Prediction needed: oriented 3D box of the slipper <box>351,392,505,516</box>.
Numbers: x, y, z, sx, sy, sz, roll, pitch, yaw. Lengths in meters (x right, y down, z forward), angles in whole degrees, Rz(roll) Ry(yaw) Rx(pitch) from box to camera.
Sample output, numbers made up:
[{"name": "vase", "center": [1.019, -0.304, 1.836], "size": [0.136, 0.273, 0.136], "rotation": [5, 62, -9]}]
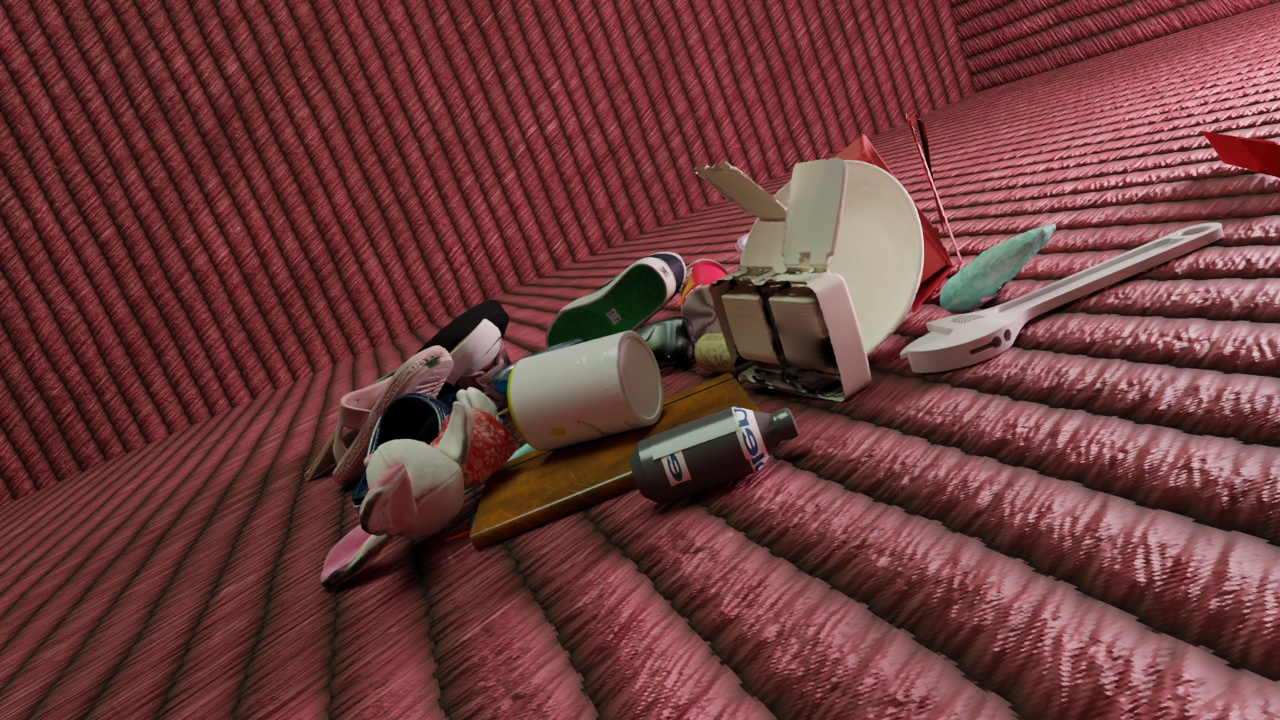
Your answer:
[{"name": "slipper", "center": [-0.210, 0.077, 0.903], "size": [0.105, 0.095, 0.252], "rotation": [-22, 14, 13]}]

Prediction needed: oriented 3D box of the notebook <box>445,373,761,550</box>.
[{"name": "notebook", "center": [-0.028, 0.077, 0.754], "size": [0.249, 0.014, 0.178], "rotation": [-22, 12, 1]}]

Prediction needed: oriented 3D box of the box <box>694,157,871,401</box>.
[{"name": "box", "center": [0.117, -0.072, 0.719], "size": [0.068, 0.191, 0.144], "rotation": [-26, 19, -24]}]

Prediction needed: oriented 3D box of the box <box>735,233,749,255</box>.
[{"name": "box", "center": [0.214, -0.148, 1.229], "size": [0.077, 0.096, 0.213], "rotation": [26, 42, 38]}]

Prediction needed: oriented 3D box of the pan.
[{"name": "pan", "center": [-0.257, 0.012, 1.293], "size": [0.225, 0.034, 0.356], "rotation": [-46, -5, 1]}]

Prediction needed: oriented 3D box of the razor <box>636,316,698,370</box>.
[{"name": "razor", "center": [-0.006, 0.006, 0.975], "size": [0.151, 0.054, 0.067], "rotation": [-30, 30, -11]}]

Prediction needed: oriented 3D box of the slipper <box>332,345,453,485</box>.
[{"name": "slipper", "center": [-0.283, 0.051, 1.013], "size": [0.094, 0.064, 0.240], "rotation": [-30, -14, -50]}]

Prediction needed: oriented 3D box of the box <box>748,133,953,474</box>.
[{"name": "box", "center": [0.179, -0.068, 0.946], "size": [0.326, 0.153, 0.213], "rotation": [-54, 0, 23]}]

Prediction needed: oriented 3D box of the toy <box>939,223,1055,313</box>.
[{"name": "toy", "center": [0.281, -0.068, 0.737], "size": [0.085, 0.033, 0.105], "rotation": [-27, -15, -17]}]

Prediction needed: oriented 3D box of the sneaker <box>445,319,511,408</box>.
[{"name": "sneaker", "center": [-0.190, 0.018, 1.157], "size": [0.118, 0.088, 0.241], "rotation": [-46, -4, -9]}]

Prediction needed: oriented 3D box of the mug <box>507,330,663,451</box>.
[{"name": "mug", "center": [-0.045, 0.026, 0.768], "size": [0.106, 0.082, 0.082], "rotation": [-15, 13, 25]}]

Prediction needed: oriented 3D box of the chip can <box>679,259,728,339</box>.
[{"name": "chip can", "center": [0.082, -0.076, 1.118], "size": [0.069, 0.069, 0.220], "rotation": [-21, 12, 7]}]

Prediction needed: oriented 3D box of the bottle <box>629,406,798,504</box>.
[{"name": "bottle", "center": [0.049, 0.059, 0.609], "size": [0.112, 0.047, 0.047], "rotation": [-20, 12, 7]}]

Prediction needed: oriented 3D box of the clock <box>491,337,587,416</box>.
[{"name": "clock", "center": [-0.099, 0.017, 1.059], "size": [0.117, 0.060, 0.161], "rotation": [-18, 10, 23]}]

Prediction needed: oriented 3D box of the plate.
[{"name": "plate", "center": [0.164, -0.077, 0.783], "size": [0.034, 0.182, 0.183], "rotation": [12, -16, -44]}]

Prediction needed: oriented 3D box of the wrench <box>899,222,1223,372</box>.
[{"name": "wrench", "center": [0.322, -0.051, 0.688], "size": [0.273, 0.018, 0.086], "rotation": [-22, 11, -5]}]

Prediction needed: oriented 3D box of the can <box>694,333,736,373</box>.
[{"name": "can", "center": [0.085, -0.007, 0.872], "size": [0.038, 0.038, 0.080], "rotation": [-26, 12, -21]}]

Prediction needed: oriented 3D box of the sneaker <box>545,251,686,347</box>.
[{"name": "sneaker", "center": [-0.030, -0.064, 1.168], "size": [0.236, 0.084, 0.078], "rotation": [-32, 4, 41]}]

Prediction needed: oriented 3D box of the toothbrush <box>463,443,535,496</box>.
[{"name": "toothbrush", "center": [-0.134, 0.102, 0.835], "size": [0.180, 0.016, 0.017], "rotation": [-31, 6, -37]}]

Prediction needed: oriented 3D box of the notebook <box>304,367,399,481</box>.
[{"name": "notebook", "center": [-0.329, 0.051, 1.233], "size": [0.182, 0.010, 0.251], "rotation": [-49, -4, 32]}]

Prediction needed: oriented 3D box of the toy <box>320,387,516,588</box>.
[{"name": "toy", "center": [-0.172, 0.090, 0.734], "size": [0.193, 0.084, 0.160], "rotation": [-50, 0, -44]}]
